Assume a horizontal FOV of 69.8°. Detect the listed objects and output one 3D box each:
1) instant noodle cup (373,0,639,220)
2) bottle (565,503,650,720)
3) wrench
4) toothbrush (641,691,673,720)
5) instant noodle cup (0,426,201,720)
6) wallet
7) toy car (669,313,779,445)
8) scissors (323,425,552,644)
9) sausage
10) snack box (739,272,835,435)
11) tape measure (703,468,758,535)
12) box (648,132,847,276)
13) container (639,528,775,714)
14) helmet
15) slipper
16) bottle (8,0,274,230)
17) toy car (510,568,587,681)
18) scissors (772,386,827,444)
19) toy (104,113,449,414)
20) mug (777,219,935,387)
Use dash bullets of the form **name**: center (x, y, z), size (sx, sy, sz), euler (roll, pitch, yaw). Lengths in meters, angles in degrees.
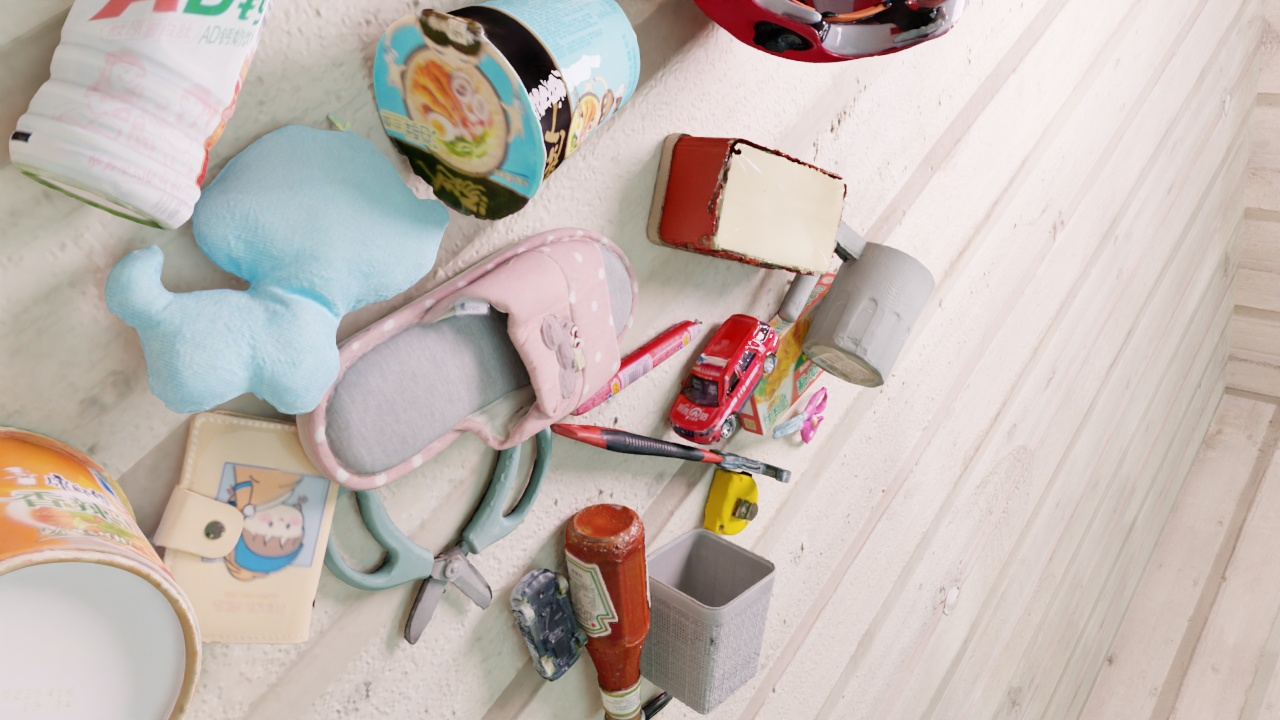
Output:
- **instant noodle cup**: center (-0.062, -0.152, 0.500), size (0.120, 0.111, 0.111), euler (-45, 133, -40)
- **bottle**: center (-0.019, 0.209, 0.708), size (0.059, 0.060, 0.206), euler (-28, 123, -41)
- **wrench**: center (0.031, 0.073, 0.729), size (0.273, 0.056, 0.016), euler (17, 88, -46)
- **toothbrush**: center (-0.029, 0.328, 0.774), size (0.180, 0.018, 0.016), euler (-23, 117, -44)
- **instant noodle cup**: center (-0.255, 0.112, 0.359), size (0.151, 0.111, 0.151), euler (-20, 117, -44)
- **wallet**: center (-0.202, 0.086, 0.472), size (0.087, 0.024, 0.115), euler (16, 83, -43)
- **toy car**: center (0.066, 0.013, 0.744), size (0.120, 0.053, 0.045), euler (-57, 136, -22)
- **scissors**: center (-0.125, 0.090, 0.576), size (0.173, 0.019, 0.170), euler (-60, 140, -13)
- **sausage**: center (-0.004, 0.004, 0.683), size (0.155, 0.020, 0.020), euler (-33, 126, -38)
- **snack box**: center (0.140, -0.009, 0.838), size (0.155, 0.027, 0.077), euler (-42, 131, -32)
- **tape measure**: center (0.084, 0.128, 0.822), size (0.057, 0.029, 0.060), euler (15, 91, -51)
- **box**: center (0.093, -0.114, 0.706), size (0.168, 0.080, 0.091), euler (4, 100, -49)
- **container**: center (0.052, 0.221, 0.773), size (0.090, 0.090, 0.114), euler (-19, 120, -44)
- **helmet**: center (0.098, -0.295, 0.603), size (0.239, 0.144, 0.207), euler (3, 91, -25)
- **slipper**: center (-0.079, -0.007, 0.552), size (0.273, 0.054, 0.114), euler (-30, 121, -47)
- **bottle**: center (-0.187, -0.156, 0.380), size (0.068, 0.068, 0.196), euler (27, 79, -50)
- **toy car**: center (-0.069, 0.190, 0.663), size (0.042, 0.034, 0.091), euler (-36, 126, -33)
- **scissors**: center (0.151, 0.055, 0.865), size (0.135, 0.017, 0.063), euler (-3, 113, -61)
- **toy**: center (-0.166, -0.051, 0.444), size (0.161, 0.050, 0.156), euler (3, 83, -38)
- **mug**: center (0.184, -0.050, 0.803), size (0.124, 0.084, 0.103), euler (34, 76, -21)
